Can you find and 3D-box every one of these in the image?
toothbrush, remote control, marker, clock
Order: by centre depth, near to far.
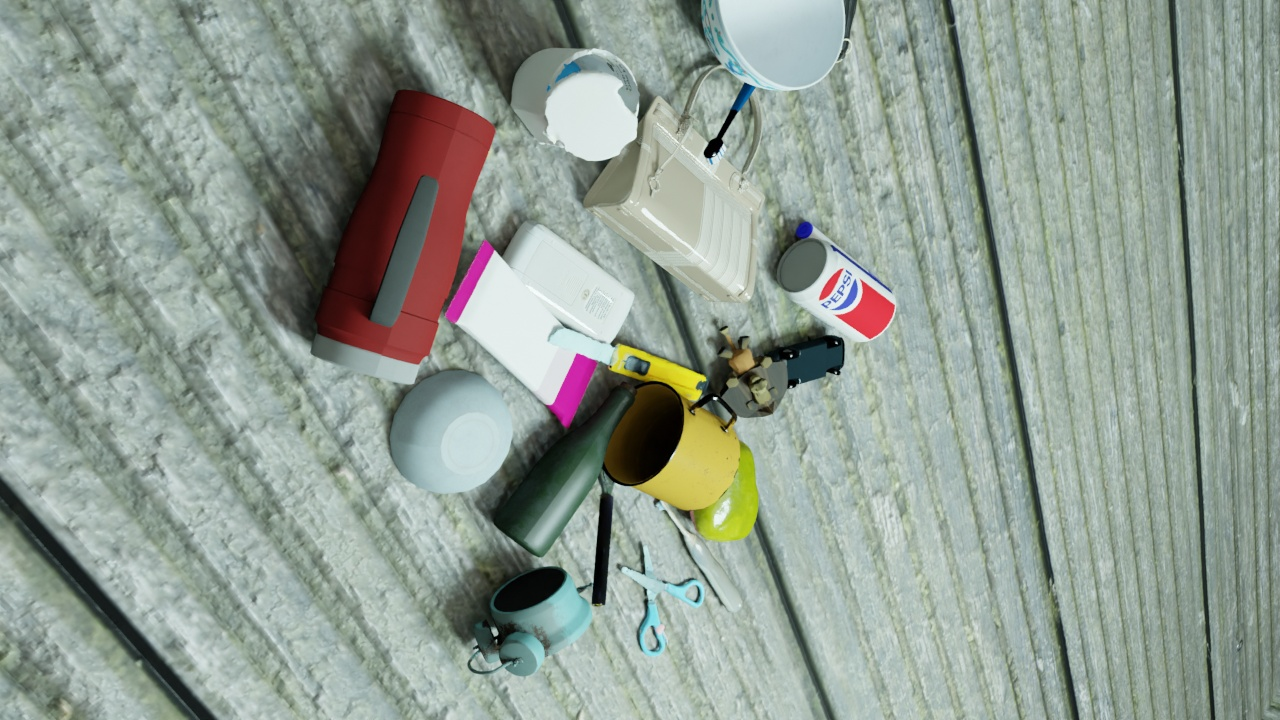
[{"bbox_3d":[-0.062,-0.064,0.797,0.138,0.025,0.060,34,81,-40],"label":"remote control"},{"bbox_3d":[-0.101,0.232,0.809,0.124,0.090,0.053,-32,109,-39],"label":"clock"},{"bbox_3d":[0.093,-0.238,0.842,0.014,0.014,0.167,59,46,-39],"label":"toothbrush"},{"bbox_3d":[0.064,0.206,0.970,0.185,0.024,0.022,57,28,-33],"label":"toothbrush"},{"bbox_3d":[0.219,-0.110,1.003,0.141,0.020,0.020,29,84,-39],"label":"marker"}]

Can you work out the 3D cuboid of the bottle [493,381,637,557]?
[{"bbox_3d":[-0.059,0.091,0.824,0.174,0.055,0.055,-53,127,-15],"label":"bottle"}]

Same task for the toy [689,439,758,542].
[{"bbox_3d":[0.091,0.134,0.953,0.090,0.051,0.110,7,95,-41],"label":"toy"}]

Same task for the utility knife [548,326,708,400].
[{"bbox_3d":[-0.005,0.005,0.850,0.223,0.019,0.030,20,87,-45],"label":"utility knife"}]

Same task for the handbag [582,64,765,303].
[{"bbox_3d":[0.061,-0.181,0.852,0.175,0.062,0.197,33,73,-39],"label":"handbag"}]

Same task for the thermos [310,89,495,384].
[{"bbox_3d":[-0.168,-0.087,0.658,0.084,0.108,0.198,18,89,-20],"label":"thermos"}]

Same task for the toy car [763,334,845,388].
[{"bbox_3d":[0.177,0.001,0.992,0.112,0.034,0.046,-14,110,-33],"label":"toy car"}]

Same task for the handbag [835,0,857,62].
[{"bbox_3d":[0.177,-0.335,0.871,0.054,0.079,0.128,8,99,-40],"label":"handbag"}]

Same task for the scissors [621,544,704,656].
[{"bbox_3d":[0.029,0.239,0.958,0.111,0.015,0.141,-24,121,-31],"label":"scissors"}]

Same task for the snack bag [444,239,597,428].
[{"bbox_3d":[-0.093,-0.015,0.760,0.196,0.016,0.070,50,57,-52],"label":"snack bag"}]

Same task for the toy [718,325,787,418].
[{"bbox_3d":[0.108,0.010,0.929,0.076,0.062,0.100,-30,110,-3],"label":"toy"}]

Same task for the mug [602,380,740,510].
[{"bbox_3d":[0.039,0.076,0.856,0.124,0.100,0.094,-39,135,22],"label":"mug"}]

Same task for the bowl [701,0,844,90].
[{"bbox_3d":[0.104,-0.305,0.818,0.143,0.074,0.144,0,89,-32],"label":"bowl"}]

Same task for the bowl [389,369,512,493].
[{"bbox_3d":[-0.149,0.063,0.757,0.106,0.039,0.106,-11,109,-35],"label":"bowl"}]

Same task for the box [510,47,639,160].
[{"bbox_3d":[-0.049,-0.194,0.700,0.089,0.143,0.080,-41,118,-9],"label":"box"}]

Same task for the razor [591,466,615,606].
[{"bbox_3d":[-0.034,0.151,0.838,0.042,0.022,0.144,22,56,-38],"label":"razor"}]

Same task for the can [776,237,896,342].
[{"bbox_3d":[0.209,-0.074,0.973,0.132,0.070,0.070,27,85,-39],"label":"can"}]
